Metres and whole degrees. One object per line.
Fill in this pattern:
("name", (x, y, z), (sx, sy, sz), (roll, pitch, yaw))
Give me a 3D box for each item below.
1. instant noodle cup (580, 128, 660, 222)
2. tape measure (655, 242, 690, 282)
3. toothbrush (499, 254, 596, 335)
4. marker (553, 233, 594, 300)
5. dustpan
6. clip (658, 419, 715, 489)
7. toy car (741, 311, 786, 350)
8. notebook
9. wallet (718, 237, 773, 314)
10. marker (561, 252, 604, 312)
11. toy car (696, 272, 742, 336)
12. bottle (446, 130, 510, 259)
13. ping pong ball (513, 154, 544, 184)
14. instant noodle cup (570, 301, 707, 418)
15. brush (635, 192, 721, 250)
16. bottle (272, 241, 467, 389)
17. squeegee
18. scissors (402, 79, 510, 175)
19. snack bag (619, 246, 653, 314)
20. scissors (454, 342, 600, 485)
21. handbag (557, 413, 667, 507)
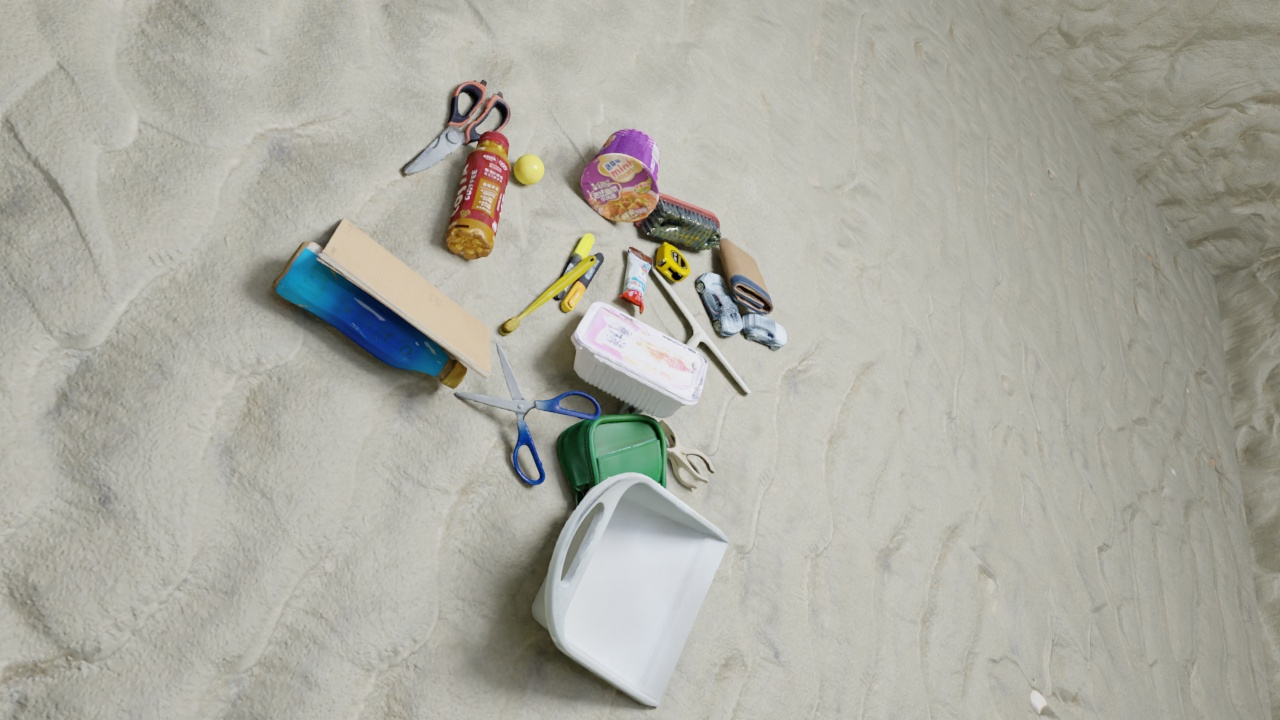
("instant noodle cup", (-0.021, -0.270, 1.305), (0.111, 0.112, 0.099), (38, 40, -22))
("tape measure", (0.045, -0.140, 1.346), (0.057, 0.029, 0.059), (38, 30, -22))
("toothbrush", (-0.114, -0.087, 1.177), (0.015, 0.017, 0.189), (52, 50, -8))
("marker", (-0.091, -0.126, 1.233), (0.018, 0.015, 0.123), (39, 52, -20))
("dustpan", (-0.005, 0.243, 1.005), (0.257, 0.143, 0.222), (33, 71, -19))
("clip", (0.052, 0.127, 1.222), (0.101, 0.035, 0.075), (46, 47, -8))
("toy car", (0.196, -0.049, 1.436), (0.090, 0.034, 0.042), (22, 53, -34))
("notebook", (-0.250, -0.071, 1.006), (0.211, 0.012, 0.149), (39, 12, -21))
("wallet", (0.161, -0.131, 1.422), (0.090, 0.033, 0.115), (29, 35, -36))
("marker", (-0.075, -0.107, 1.235), (0.018, 0.015, 0.123), (49, 43, -21))
("toy car", (0.122, -0.087, 1.390), (0.048, 0.031, 0.105), (-17, 80, -47))
("bottle", (-0.198, -0.211, 1.146), (0.057, 0.058, 0.174), (26, 54, -30))
("ping pong ball", (-0.149, -0.255, 1.223), (0.040, 0.040, 0.040), (19, 58, -34))
("instant noodle cup", (-0.007, 0.007, 1.165), (0.173, 0.060, 0.137), (26, 28, -2))
("brush", (0.062, -0.212, 1.379), (0.145, 0.063, 0.069), (11, 42, -39))
("bottle", (-0.282, -0.039, 0.983), (0.218, 0.065, 0.065), (38, 49, -22))
("squeegee", (0.041, 0.008, 1.266), (0.246, 0.039, 0.245), (52, 46, -9))
("scissors", (-0.247, -0.303, 1.178), (0.209, 0.015, 0.176), (-7, 76, -44))
("snack bag", (-0.006, -0.113, 1.292), (0.045, 0.026, 0.105), (27, 52, -24))
("scissors", (-0.128, 0.061, 1.064), (0.162, 0.012, 0.176), (-10, 94, -7))
("handbag", (-0.033, 0.126, 1.129), (0.131, 0.068, 0.120), (2, 77, -43))
